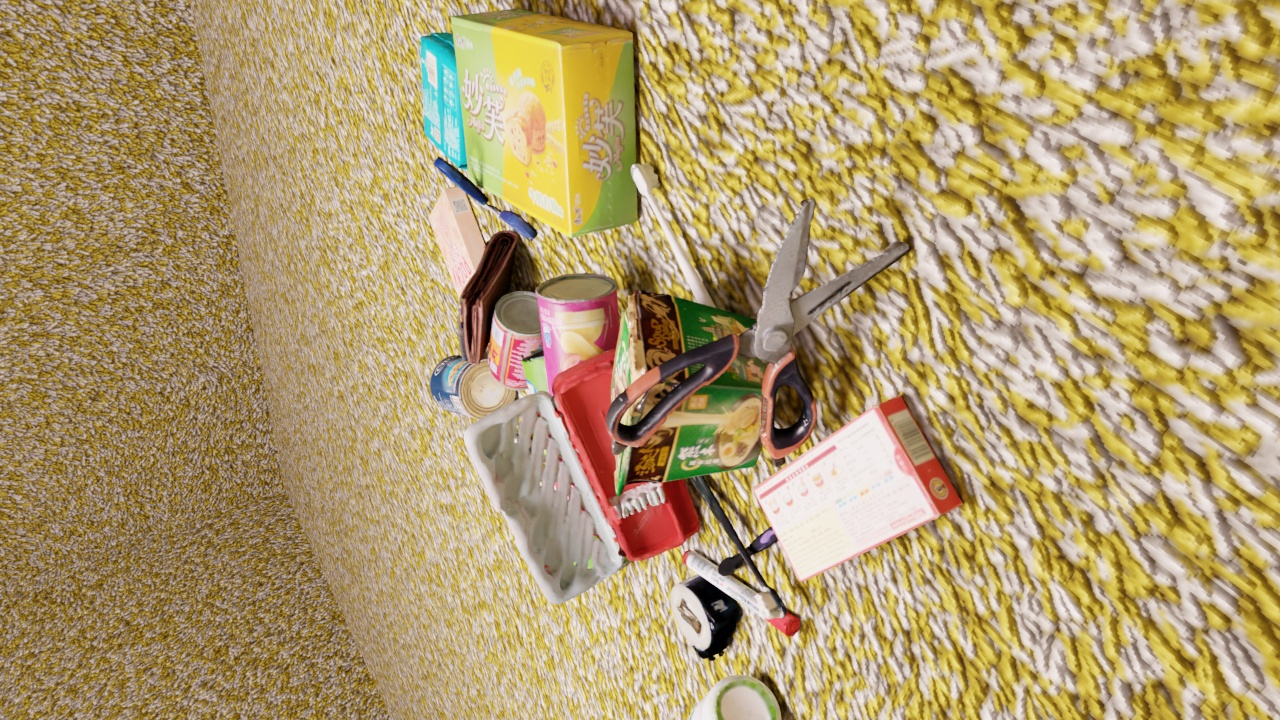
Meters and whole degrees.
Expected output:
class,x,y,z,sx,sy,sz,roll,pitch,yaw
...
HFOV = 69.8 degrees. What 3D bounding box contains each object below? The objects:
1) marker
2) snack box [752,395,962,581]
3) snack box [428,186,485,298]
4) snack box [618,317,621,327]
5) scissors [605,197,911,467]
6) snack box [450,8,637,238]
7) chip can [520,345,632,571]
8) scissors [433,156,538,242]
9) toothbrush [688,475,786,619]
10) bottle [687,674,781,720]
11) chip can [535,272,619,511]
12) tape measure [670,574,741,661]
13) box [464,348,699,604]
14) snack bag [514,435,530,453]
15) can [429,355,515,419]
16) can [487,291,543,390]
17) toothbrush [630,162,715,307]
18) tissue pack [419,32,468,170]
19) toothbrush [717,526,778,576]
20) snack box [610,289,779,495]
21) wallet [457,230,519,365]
class,x,y,z,sx,sy,sz,roll,pitch,yaw
marker,0.083,0.198,0.793,0.145,0.017,0.017,22,124,54
snack box,0.139,0.091,0.618,0.077,0.027,0.156,63,147,15
snack box,-0.210,-0.122,1.109,0.085,0.026,0.157,-33,77,60
snack box,-0.005,0.005,0.827,0.157,0.026,0.086,8,113,58
scissors,0.069,-0.002,0.567,0.015,0.189,0.226,-107,9,-46
snack box,-0.086,-0.213,0.801,0.210,0.069,0.158,34,134,48
chip can,-0.063,0.100,0.935,0.072,0.072,0.236,7,111,59
scissors,-0.141,-0.147,0.888,0.162,0.012,0.174,38,179,-43
toothbrush,0.070,0.139,0.761,0.181,0.018,0.016,59,145,41
bottle,0.071,0.353,0.855,0.068,0.068,0.197,57,152,25
chip can,-0.047,0.032,0.812,0.071,0.071,0.211,30,131,51
tape measure,0.057,0.230,0.838,0.066,0.033,0.066,47,141,37
box,-0.045,0.102,0.780,0.039,0.158,0.201,-125,12,-62
snack bag,-0.163,0.106,1.155,0.104,0.026,0.048,8,118,58
can,-0.210,0.033,1.145,0.111,0.075,0.075,5,110,59
can,-0.128,-0.019,0.984,0.066,0.066,0.094,54,146,29
toothbrush,0.038,-0.078,0.722,0.180,0.016,0.016,64,153,10
tissue pack,-0.190,-0.272,0.967,0.093,0.050,0.134,45,142,36
toothbrush,0.106,0.137,0.727,0.014,0.016,0.190,59,146,17
snack box,0.037,0.024,0.663,0.118,0.105,0.118,-94,11,-48
wallet,-0.165,-0.069,0.991,0.101,0.032,0.124,104,-178,-48
